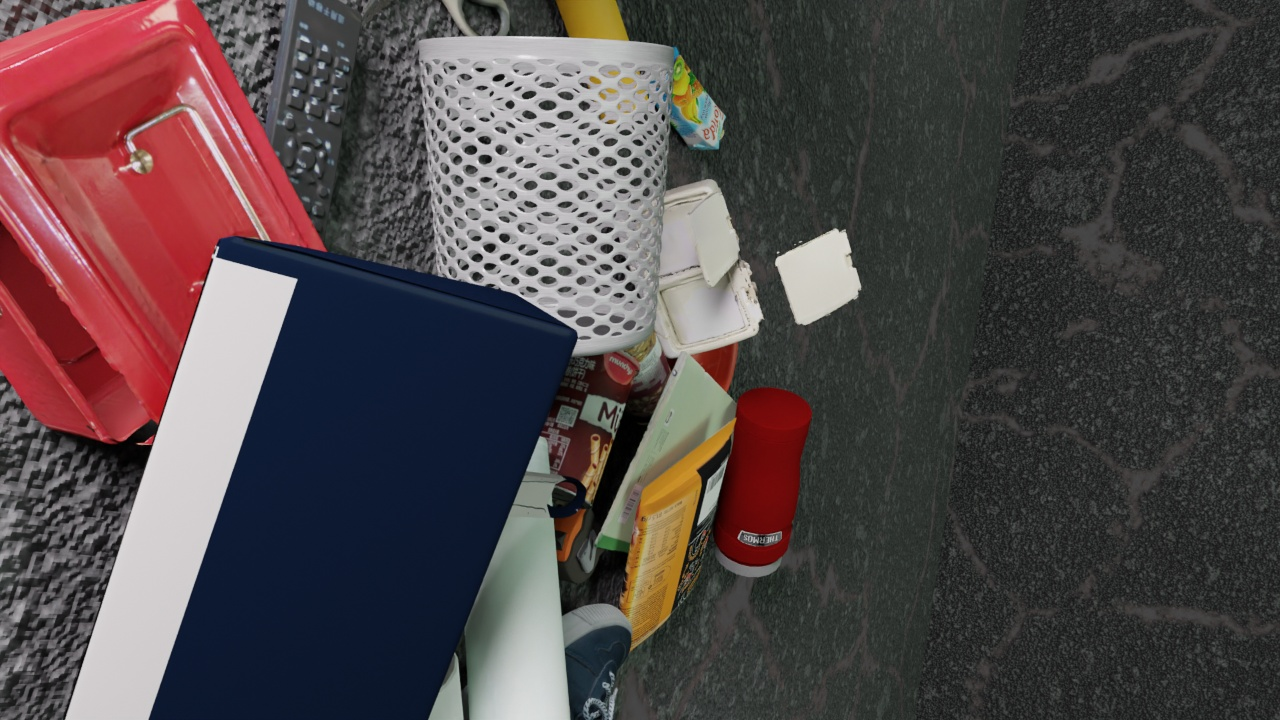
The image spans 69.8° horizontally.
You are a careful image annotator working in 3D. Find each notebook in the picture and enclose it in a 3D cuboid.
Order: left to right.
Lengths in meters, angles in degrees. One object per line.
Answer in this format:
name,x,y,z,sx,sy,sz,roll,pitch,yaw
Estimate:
notebook,0.039,0.107,0.883,0.181,0.010,0.252,-65,157,-7

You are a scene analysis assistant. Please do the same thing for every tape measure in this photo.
tape measure,-0.055,0.157,0.771,0.058,0.038,0.058,-55,140,-41

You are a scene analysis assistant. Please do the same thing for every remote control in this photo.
remote control,-0.185,-0.123,0.496,0.047,0.022,0.150,12,88,-61

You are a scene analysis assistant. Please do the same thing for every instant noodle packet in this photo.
instant noodle packet,0.029,0.175,0.867,0.159,0.032,0.221,-30,138,-50

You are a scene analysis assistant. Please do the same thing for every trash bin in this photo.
trash bin,-0.059,-0.106,0.591,0.156,0.157,0.183,-24,119,-57

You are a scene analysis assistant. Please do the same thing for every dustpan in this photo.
dustpan,-0.120,0.073,0.476,0.272,0.080,0.236,15,101,-39

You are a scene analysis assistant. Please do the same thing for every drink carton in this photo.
drink carton,0.040,-0.241,0.854,0.129,0.039,0.044,32,68,-58

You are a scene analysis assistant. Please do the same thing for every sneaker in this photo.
sneaker,-0.060,0.266,0.716,0.235,0.087,0.089,-15,134,-57

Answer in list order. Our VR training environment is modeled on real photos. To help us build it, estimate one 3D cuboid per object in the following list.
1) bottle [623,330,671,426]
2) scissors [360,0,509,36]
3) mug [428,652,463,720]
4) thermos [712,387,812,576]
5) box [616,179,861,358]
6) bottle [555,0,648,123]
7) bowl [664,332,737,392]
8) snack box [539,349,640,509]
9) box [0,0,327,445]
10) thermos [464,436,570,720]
bottle,-0.005,0.005,0.808,0.056,0.056,0.105,-63,146,-32
scissors,-0.129,-0.251,0.575,0.157,0.013,0.171,40,62,-56
mug,-0.167,0.229,0.549,0.121,0.091,0.090,-9,107,-26
thermos,0.127,0.126,0.987,0.108,0.084,0.199,-95,-172,-59
box,0.076,-0.076,0.758,0.104,0.188,0.143,-62,132,-65
bottle,-0.034,-0.257,0.712,0.043,0.043,0.144,-61,144,-34
bowl,0.052,-0.013,0.918,0.130,0.045,0.130,-20,113,-58
snack box,-0.051,0.049,0.720,0.072,0.072,0.121,47,56,-54
box,-0.219,-0.058,0.389,0.128,0.087,0.158,-51,135,-43
thermos,-0.086,0.165,0.616,0.068,0.068,0.229,25,55,-60
